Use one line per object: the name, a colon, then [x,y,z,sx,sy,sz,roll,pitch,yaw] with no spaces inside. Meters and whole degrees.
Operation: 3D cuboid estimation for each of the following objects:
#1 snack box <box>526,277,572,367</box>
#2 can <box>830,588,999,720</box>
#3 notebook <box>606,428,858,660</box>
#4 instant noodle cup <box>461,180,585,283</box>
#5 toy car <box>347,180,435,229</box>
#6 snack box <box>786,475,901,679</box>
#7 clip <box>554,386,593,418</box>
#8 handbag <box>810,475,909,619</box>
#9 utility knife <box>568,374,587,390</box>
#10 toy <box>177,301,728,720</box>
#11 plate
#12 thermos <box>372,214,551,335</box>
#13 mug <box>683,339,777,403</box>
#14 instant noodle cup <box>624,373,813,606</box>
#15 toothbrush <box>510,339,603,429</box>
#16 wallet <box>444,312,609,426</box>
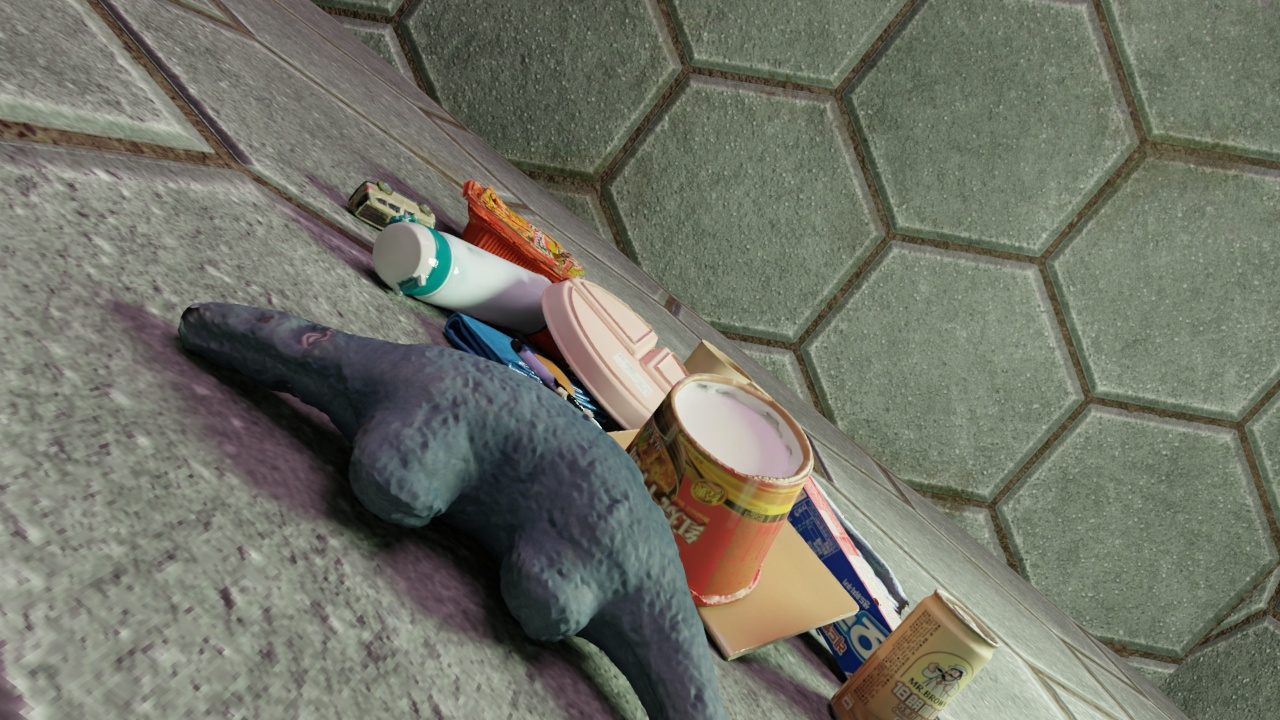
snack box: [-0.077,-0.040,1.001,0.091,0.082,0.080,41,19,10]
can: [0.192,0.222,0.647,0.058,0.116,0.058,38,9,-7]
notebook: [0.058,0.125,0.703,0.147,0.008,0.207,-3,43,-42]
instant noodle cup: [-0.165,-0.148,1.183,0.189,0.079,0.164,38,8,-18]
toy car: [-0.254,-0.150,0.946,0.090,0.042,0.035,24,39,-43]
snack box: [0.158,0.178,0.776,0.207,0.057,0.058,60,16,24]
clip: [-0.057,0.042,0.706,0.035,0.093,0.103,39,20,2]
handbag: [0.172,0.173,0.893,0.194,0.075,0.134,55,8,36]
utility knife: [-0.034,0.036,0.987,0.034,0.018,0.198,31,1,43]
toy: [-0.072,0.068,0.477,0.356,0.092,0.137,38,36,2]
plate: [-0.005,0.005,0.900,0.229,0.028,0.229,44,18,-19]
thermos: [-0.162,-0.078,0.867,0.073,0.073,0.224,43,10,24]
mug: [0.091,0.052,1.140,0.124,0.103,0.084,43,10,20]
instant noodle cup: [0.049,0.083,0.642,0.138,0.109,0.137,20,31,-13]
toothbrush: [-0.048,0.047,0.764,0.189,0.014,0.017,50,-8,-29]
wallet: [-0.098,0.010,0.798,0.133,0.040,0.106,29,9,-45]
